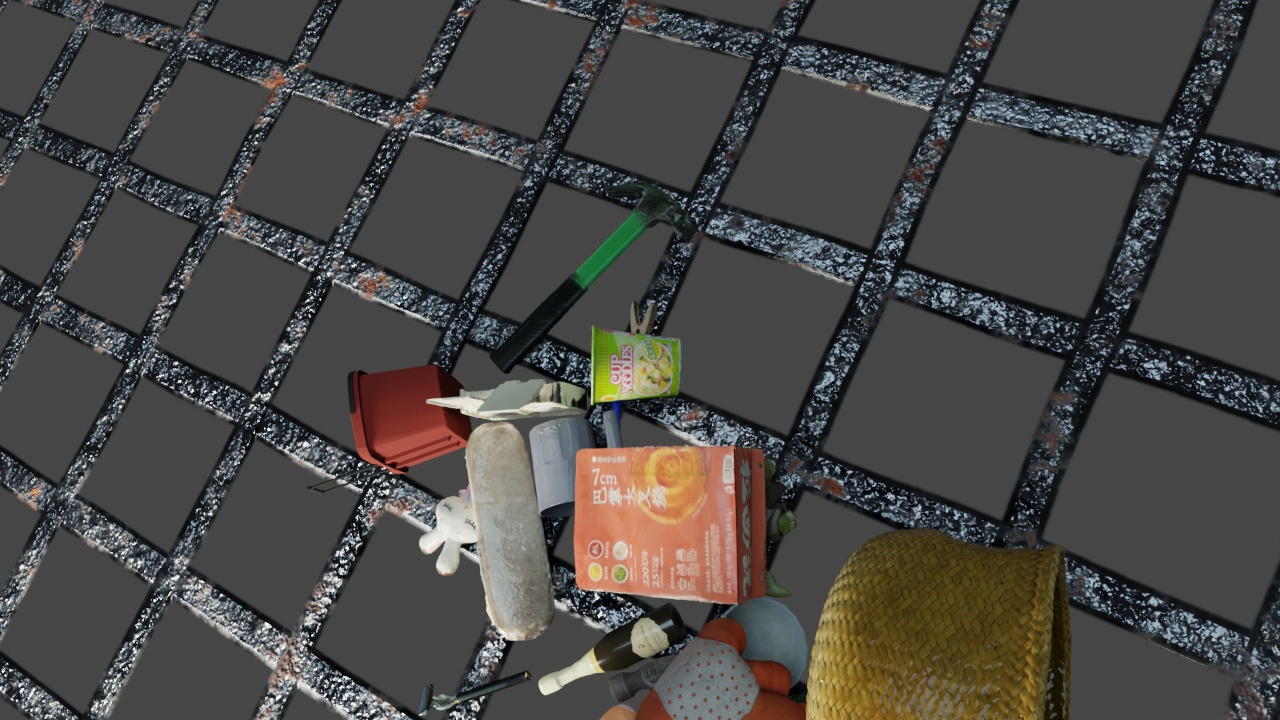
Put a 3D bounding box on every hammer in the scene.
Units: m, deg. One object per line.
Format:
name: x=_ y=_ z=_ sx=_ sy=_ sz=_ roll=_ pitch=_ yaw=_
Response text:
hammer: x=0.084 y=0.473 z=1.000 sx=0.138 sy=0.035 sz=0.314 roll=-26 pitch=70 yaw=8
hammer: x=-0.079 y=-0.107 z=1.214 sx=0.319 sy=0.032 sz=0.130 roll=-46 pitch=68 yaw=2

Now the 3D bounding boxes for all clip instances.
clip: x=0.008 y=-0.047 z=1.174 sx=0.041 sy=0.024 sz=0.060 roll=-6 pitch=82 yaw=19

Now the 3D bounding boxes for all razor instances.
razor: x=-0.200 y=0.403 z=1.118 sx=0.144 sy=0.022 sz=0.042 roll=-17 pitch=31 yaw=9

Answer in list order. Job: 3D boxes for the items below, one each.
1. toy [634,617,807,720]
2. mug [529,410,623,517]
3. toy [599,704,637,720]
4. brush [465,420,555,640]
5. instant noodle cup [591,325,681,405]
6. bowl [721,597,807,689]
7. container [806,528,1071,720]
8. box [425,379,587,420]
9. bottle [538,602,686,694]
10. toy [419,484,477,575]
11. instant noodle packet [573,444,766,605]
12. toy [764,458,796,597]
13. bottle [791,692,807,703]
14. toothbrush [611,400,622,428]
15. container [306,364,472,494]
toy: x=0.097 y=0.362 z=0.920 sx=0.172 sy=0.093 sz=0.163 roll=39 pitch=59 yaw=15
mug: x=-0.073 y=0.125 z=1.114 sx=0.124 sy=0.083 sz=0.104 roll=-21 pitch=67 yaw=25
toy: x=-0.068 y=0.499 z=0.918 sx=0.280 sy=0.266 sz=0.263 roll=-43 pitch=64 yaw=-9
brush: x=-0.163 y=0.206 z=1.129 sx=0.083 sy=0.057 sz=0.271 roll=-10 pitch=72 yaw=-11
instant noodle cup: x=-0.007 y=0.007 z=1.119 sx=0.108 sy=0.099 sz=0.098 roll=1 pitch=75 yaw=-2
bowl: x=0.127 y=0.317 z=1.012 sx=0.106 sy=0.039 sz=0.106 roll=5 pitch=68 yaw=-12
container: x=0.277 y=0.308 z=0.834 sx=0.197 sy=0.306 sz=0.306 roll=1 pitch=75 yaw=30
box: x=-0.160 y=0.052 z=1.114 sx=0.144 sy=0.183 sz=0.050 roll=-6 pitch=80 yaw=20
bottle: x=-0.036 y=0.342 z=1.067 sx=0.185 sy=0.045 sz=0.045 roll=-29 pitch=68 yaw=8
toy: x=-0.234 y=0.209 z=1.172 sx=0.079 sy=0.038 sz=0.122 roll=28 pitch=83 yaw=29
instant noodle packet: x=0.020 y=0.176 z=1.005 sx=0.221 sy=0.084 sz=0.164 roll=-4 pitch=83 yaw=27
toy: x=0.105 y=0.181 z=1.049 sx=0.179 sy=0.078 sz=0.152 roll=19 pitch=90 yaw=22
bottle: x=0.184 y=0.424 z=0.965 sx=0.061 sy=0.061 sz=0.131 roll=-35 pitch=68 yaw=3
toothbrush: x=-0.033 y=0.081 z=1.154 sx=0.018 sy=0.016 sz=0.182 roll=-21 pitch=62 yaw=51
container: x=-0.332 y=0.085 z=1.179 sx=0.201 sy=0.148 sz=0.127 roll=-14 pitch=72 yaw=4
